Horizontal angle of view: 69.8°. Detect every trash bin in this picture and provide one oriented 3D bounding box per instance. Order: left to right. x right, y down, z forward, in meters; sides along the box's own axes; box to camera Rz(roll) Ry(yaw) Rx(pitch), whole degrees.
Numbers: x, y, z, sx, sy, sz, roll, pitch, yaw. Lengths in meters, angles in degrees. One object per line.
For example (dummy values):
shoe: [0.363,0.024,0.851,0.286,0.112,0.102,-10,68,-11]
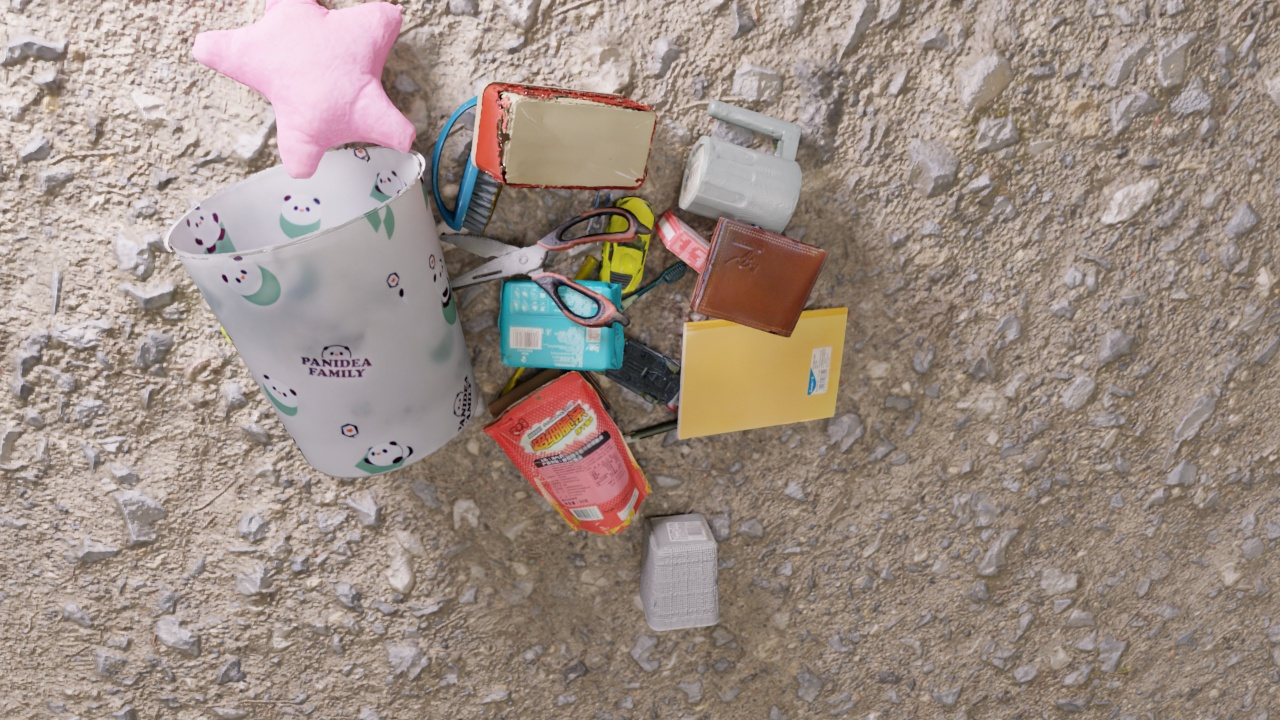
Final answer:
trash bin: [-0.277,-0.043,0.868,0.229,0.229,0.252,-16,122,-4]

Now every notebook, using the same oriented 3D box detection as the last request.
notebook: [0.142,0.014,1.062,0.206,0.010,0.146,-7,116,-18]

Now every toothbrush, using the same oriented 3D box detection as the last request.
toothbrush: [-0.099,-0.033,1.010,0.016,0.015,0.190,26,107,-25]
toothbrush: [-0.028,-0.052,1.007,0.191,0.018,0.016,-33,130,0]
toothbrush: [-0.006,0.093,1.088,0.186,0.012,0.017,-17,122,-3]

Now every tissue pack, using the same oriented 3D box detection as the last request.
tissue pack: [-0.083,-0.038,0.967,0.133,0.050,0.093,3,96,4]

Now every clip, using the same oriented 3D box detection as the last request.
clip: [-0.044,-0.148,0.963,0.036,0.025,0.058,14,116,-10]

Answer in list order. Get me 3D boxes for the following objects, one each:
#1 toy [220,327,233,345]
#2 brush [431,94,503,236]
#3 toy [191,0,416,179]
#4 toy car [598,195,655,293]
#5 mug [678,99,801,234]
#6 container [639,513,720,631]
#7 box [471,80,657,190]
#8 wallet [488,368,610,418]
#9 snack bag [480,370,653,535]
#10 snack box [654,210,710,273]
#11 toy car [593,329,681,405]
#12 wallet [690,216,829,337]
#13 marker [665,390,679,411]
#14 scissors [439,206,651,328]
toy: [-0.382,-0.022,0.953,0.100,0.031,0.097,25,106,-20]
brush: [-0.166,-0.196,0.900,0.073,0.055,0.144,16,111,-19]
toy: [-0.278,-0.261,0.827,0.178,0.075,0.194,-41,95,-9]
toy car: [-0.014,-0.122,0.976,0.048,0.032,0.105,7,111,-14]
mug: [0.105,-0.198,0.946,0.103,0.084,0.124,13,84,-15]
container: [0.048,0.257,1.134,0.090,0.090,0.114,-4,112,-10]
box: [-0.065,-0.210,0.865,0.168,0.078,0.091,-7,119,-37]
wallet: [-0.101,0.051,1.032,0.115,0.033,0.090,-31,131,5]
snack bag: [-0.073,0.110,1.031,0.129,0.073,0.208,-27,126,7]
snack box: [0.085,-0.098,0.982,0.153,0.075,0.025,35,105,-23]
toy car: [-0.006,0.006,1.034,0.120,0.036,0.054,28,104,-20]
wallet: [0.121,-0.084,0.937,0.124,0.032,0.101,14,104,-19]
marker: [0.072,-0.003,1.056,0.017,0.017,0.145,26,107,-21]
scissors: [-0.095,-0.100,0.935,0.226,0.015,0.189,39,86,10]
